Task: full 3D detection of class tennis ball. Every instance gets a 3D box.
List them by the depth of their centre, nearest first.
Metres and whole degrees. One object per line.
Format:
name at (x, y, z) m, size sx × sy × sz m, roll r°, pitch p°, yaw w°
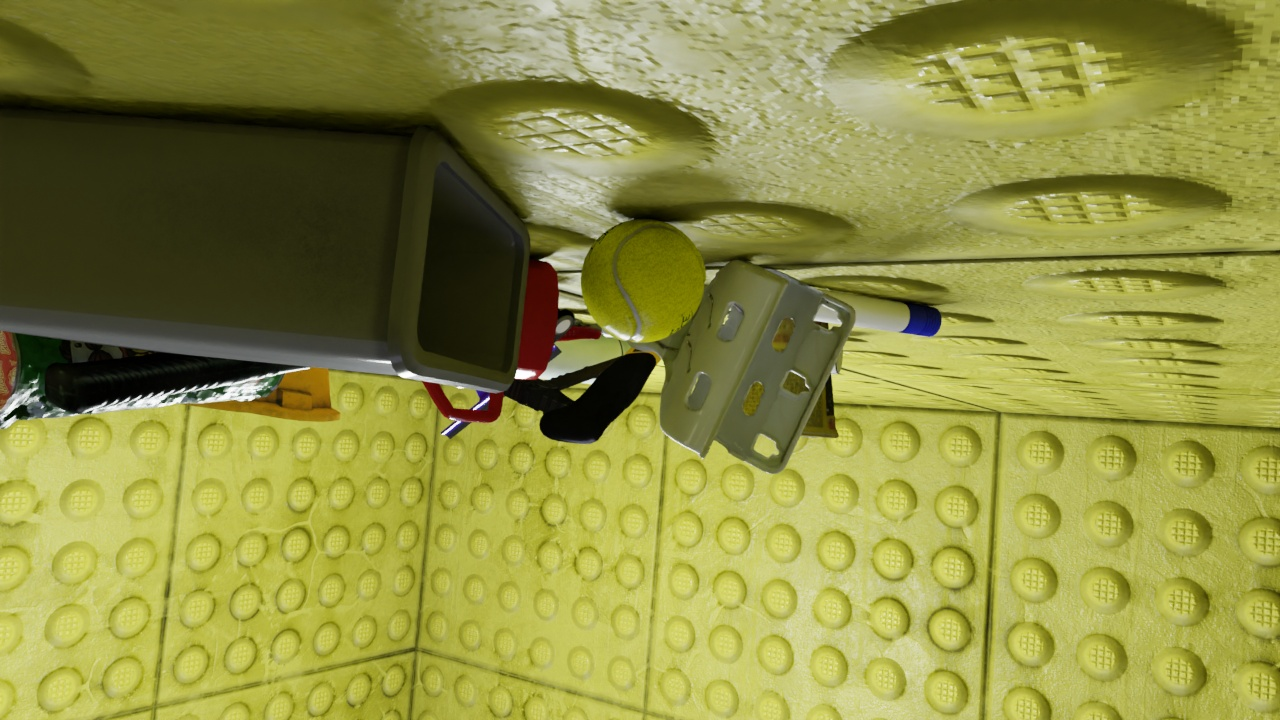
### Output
tennis ball at (0.001, -0.042, 0.486) m, size 0.065 × 0.065 × 0.065 m, roll 5°, pitch 176°, yaw 0°

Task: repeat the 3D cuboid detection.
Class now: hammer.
hammer at (-0.231, -0.005, 0.623) m, size 0.130 × 0.032 × 0.318 m, roll 16°, pitch -165°, yaw 26°
hammer at (-0.004, 0.004, 0.713) m, size 0.127 × 0.029 × 0.323 m, roll 5°, pitch -165°, yaw 12°
hammer at (-0.020, 0.007, 0.807) m, size 0.095 × 0.015 × 0.324 m, roll 24°, pitch -165°, yaw 16°

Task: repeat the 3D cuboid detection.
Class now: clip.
clip at (0.048, -0.009, 0.599) m, size 0.151 × 0.127 × 0.110 m, roll 28°, pitch -168°, yaw 16°

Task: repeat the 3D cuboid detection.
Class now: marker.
marker at (0.163, -0.037, 0.682) m, size 0.133 × 0.023 × 0.027 m, roll 6°, pitch -163°, yaw -24°

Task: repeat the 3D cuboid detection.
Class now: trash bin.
trash bin at (-0.182, -0.046, 0.439) m, size 0.220 × 0.097 × 0.192 m, roll 5°, pitch 176°, yaw 6°

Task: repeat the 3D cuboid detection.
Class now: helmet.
helmet at (-0.401, -0.016, 0.841) m, size 0.255 × 0.131 × 0.206 m, roll 8°, pitch 174°, yaw -32°

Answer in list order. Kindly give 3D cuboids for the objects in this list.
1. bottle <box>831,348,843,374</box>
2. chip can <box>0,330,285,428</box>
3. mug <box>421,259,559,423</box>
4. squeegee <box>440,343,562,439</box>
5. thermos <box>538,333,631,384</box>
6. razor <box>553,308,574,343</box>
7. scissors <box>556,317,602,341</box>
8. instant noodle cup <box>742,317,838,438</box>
bottle at (0.152, -0.009, 0.968) m, size 0.116 × 0.041 × 0.041 m, roll 3°, pitch 176°, yaw 22°
chip can at (-0.328, -0.002, 0.594) m, size 0.075 × 0.075 × 0.223 m, roll 3°, pitch -178°, yaw 18°
mug at (-0.117, -0.017, 0.618) m, size 0.096 × 0.116 × 0.081 m, roll 6°, pitch -179°, yaw -28°
squeegee at (-0.216, -0.016, 0.937) m, size 0.184 × 0.055 × 0.250 m, roll 31°, pitch 141°, yaw -22°
thermos at (-0.101, -0.010, 1.061) m, size 0.229 × 0.068 × 0.068 m, roll 8°, pitch 175°, yaw -37°
razor at (-0.128, -0.039, 0.785) m, size 0.156 × 0.060 × 0.057 m, roll 19°, pitch -162°, yaw 38°
scissors at (-0.083, -0.036, 0.909) m, size 0.179 × 0.015 × 0.198 m, roll 14°, pitch -168°, yaw 27°
instant noodle cup at (0.127, 0.013, 0.807) m, size 0.102 × 0.108 × 0.102 m, roll 5°, pitch 176°, yaw 0°
